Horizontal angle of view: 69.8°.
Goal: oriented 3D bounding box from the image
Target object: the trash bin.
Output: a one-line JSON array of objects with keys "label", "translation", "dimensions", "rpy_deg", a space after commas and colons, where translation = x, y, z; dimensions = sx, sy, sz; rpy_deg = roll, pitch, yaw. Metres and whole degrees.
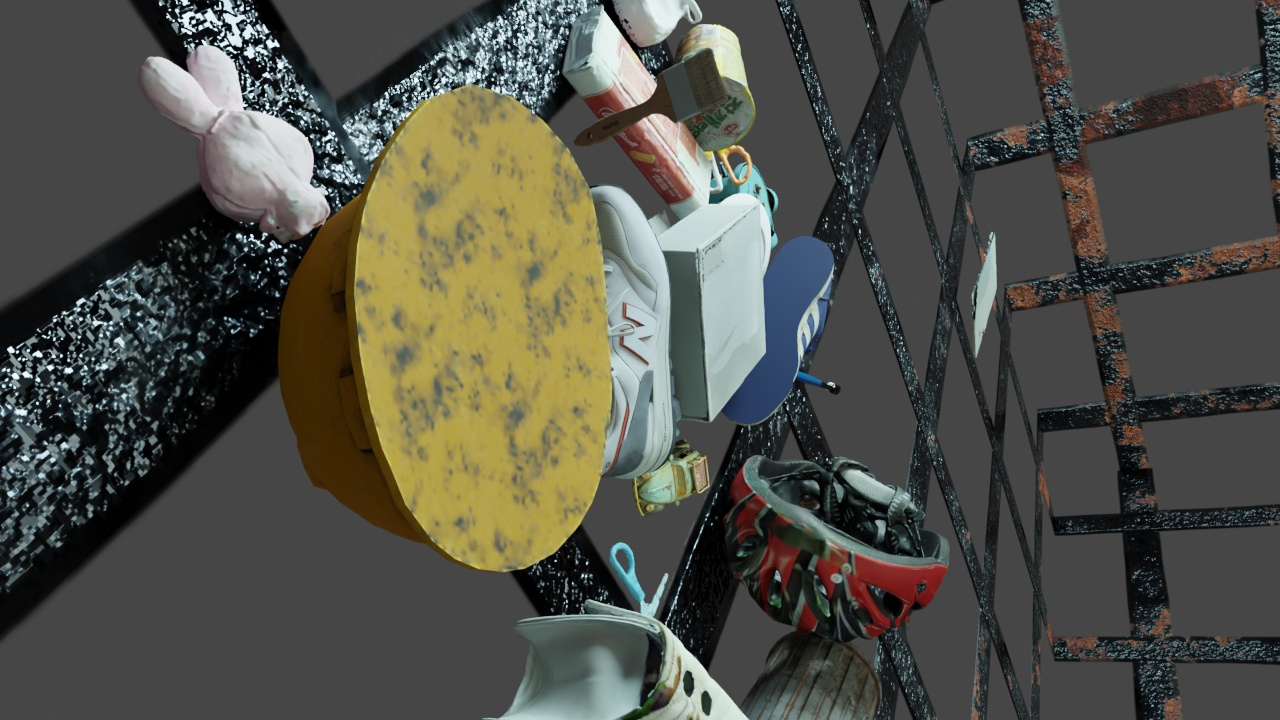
[{"label": "trash bin", "translation": [0.144, 0.361, 0.859], "dimensions": [0.210, 0.131, 0.131], "rpy_deg": [-33, 110, -59]}]

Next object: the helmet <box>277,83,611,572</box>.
[{"label": "helmet", "translation": [-0.120, -0.011, 0.509], "dimensions": [0.205, 0.132, 0.255], "rpy_deg": [35, 52, -52]}]

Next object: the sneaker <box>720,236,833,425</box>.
[{"label": "sneaker", "translation": [0.147, -0.015, 1.032], "dimensions": [0.118, 0.091, 0.232], "rpy_deg": [78, 34, -67]}]

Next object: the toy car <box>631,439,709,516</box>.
[{"label": "toy car", "translation": [0.034, 0.103, 0.825], "dimensions": [0.111, 0.047, 0.047], "rpy_deg": [-22, 104, -59]}]

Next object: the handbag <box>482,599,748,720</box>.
[{"label": "handbag", "translation": [0.003, 0.254, 0.638], "dimensions": [0.198, 0.142, 0.096], "rpy_deg": [57, 35, -36]}]

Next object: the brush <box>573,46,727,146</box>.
[{"label": "brush", "translation": [0.003, -0.208, 0.766], "dimensions": [0.008, 0.143, 0.045], "rpy_deg": [-15, 86, -61]}]

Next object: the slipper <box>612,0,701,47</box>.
[{"label": "slipper", "translation": [0.030, -0.408, 0.954], "dimensions": [0.112, 0.075, 0.246], "rpy_deg": [44, 46, -24]}]

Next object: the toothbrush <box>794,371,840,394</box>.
[{"label": "toothbrush", "translation": [0.228, 0.028, 1.210], "dimensions": [0.167, 0.014, 0.014], "rpy_deg": [17, 101, -54]}]

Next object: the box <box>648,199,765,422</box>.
[{"label": "box", "translation": [-0.068, -0.030, 0.933], "dimensions": [0.168, 0.405, 0.172], "rpy_deg": [-43, 119, -56]}]

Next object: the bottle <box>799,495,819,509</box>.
[{"label": "bottle", "translation": [0.207, 0.183, 1.082], "dimensions": [0.063, 0.063, 0.108], "rpy_deg": [-38, 114, -57]}]

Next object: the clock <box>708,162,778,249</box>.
[{"label": "clock", "translation": [0.122, -0.171, 1.049], "dimensions": [0.124, 0.053, 0.090], "rpy_deg": [37, 52, -50]}]

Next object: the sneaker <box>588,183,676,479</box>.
[{"label": "sneaker", "translation": [-0.032, -0.014, 0.704], "dimensions": [0.124, 0.089, 0.240], "rpy_deg": [-25, 107, -62]}]

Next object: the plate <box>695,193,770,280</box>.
[{"label": "plate", "translation": [0.104, -0.111, 0.986], "dimensions": [0.134, 0.011, 0.135], "rpy_deg": [-22, 121, -42]}]

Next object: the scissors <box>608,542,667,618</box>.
[{"label": "scissors", "translation": [-0.005, 0.216, 0.766], "dimensions": [0.134, 0.015, 0.135], "rpy_deg": [-64, 138, -54]}]

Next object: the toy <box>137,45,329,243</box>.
[{"label": "toy", "translation": [-0.208, -0.110, 0.476], "dimensions": [0.110, 0.047, 0.063], "rpy_deg": [58, 32, -15]}]

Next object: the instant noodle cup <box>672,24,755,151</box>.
[{"label": "instant noodle cup", "translation": [0.071, -0.291, 0.958], "dimensions": [0.102, 0.102, 0.108], "rpy_deg": [46, 37, -44]}]

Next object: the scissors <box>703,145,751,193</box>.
[{"label": "scissors", "translation": [0.070, -0.241, 1.000], "dimensions": [0.013, 0.070, 0.130], "rpy_deg": [65, 0, -78]}]

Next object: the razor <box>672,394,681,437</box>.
[{"label": "razor", "translation": [-0.005, 0.005, 0.789], "dimensions": [0.047, 0.052, 0.143], "rpy_deg": [-42, 114, -71]}]

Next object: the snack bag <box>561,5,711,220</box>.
[{"label": "snack bag", "translation": [0.003, -0.227, 0.878], "dimensions": [0.225, 0.041, 0.077], "rpy_deg": [42, 47, -45]}]

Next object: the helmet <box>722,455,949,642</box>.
[{"label": "helmet", "translation": [0.186, 0.186, 0.916], "dimensions": [0.271, 0.217, 0.167], "rpy_deg": [16, 102, -59]}]
